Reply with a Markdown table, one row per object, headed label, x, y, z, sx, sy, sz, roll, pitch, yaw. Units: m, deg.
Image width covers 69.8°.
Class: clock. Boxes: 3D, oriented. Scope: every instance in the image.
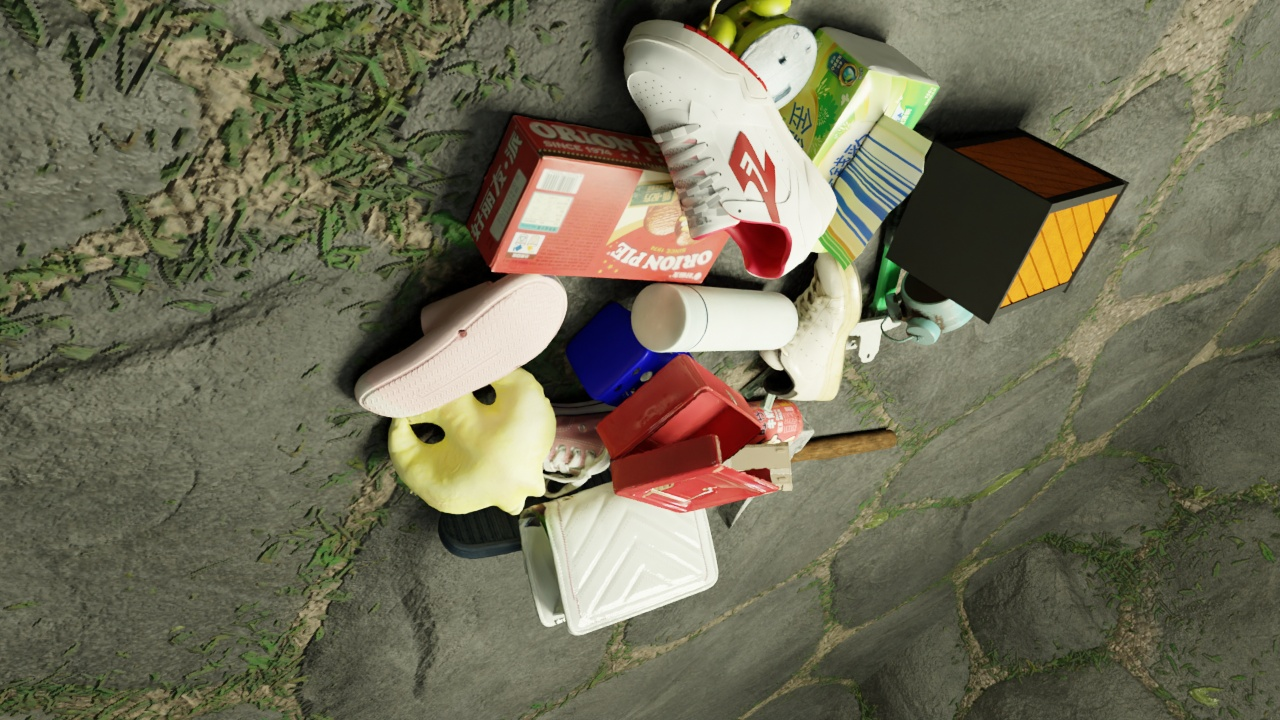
| label | x | y | z | sx | sy | sz | roll | pitch | yaw |
| --- | --- | --- | --- | --- | --- | --- | --- | --- | --- |
| clock | 0.091 | -0.252 | 0.732 | 0.083 | 0.057 | 0.119 | -35 | 147 | 3 |
| clock | 0.339 | -0.069 | 1.087 | 0.124 | 0.090 | 0.053 | -37 | 134 | -2 |

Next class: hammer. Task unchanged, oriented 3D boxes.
| label | x | y | z | sx | sy | sz | roll | pitch | yaw |
| --- | --- | --- | --- | --- | --- | --- | --- | --- | --- |
| hammer | 0.275 | 0.161 | 1.422 | 0.299 | 0.037 | 0.218 | -3 | 136 | -38 |
| hammer | 0.300 | -0.139 | 1.073 | 0.130 | 0.032 | 0.319 | -24 | 145 | -12 |

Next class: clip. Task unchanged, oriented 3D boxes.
| label | x | y | z | sx | sy | sz | roll | pitch | yaw |
| --- | --- | --- | --- | --- | --- | --- | --- | --- | --- |
| clip | 0.277 | -0.031 | 1.146 | 0.101 | 0.043 | 0.054 | -8 | 126 | -30 |
| clip | 0.166 | 0.025 | 1.169 | 0.076 | 0.061 | 0.023 | -54 | 145 | 4 |

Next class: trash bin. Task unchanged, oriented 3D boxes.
| label | x | y | z | sx | sy | sz | roll | pitch | yaw |
| --- | --- | --- | --- | --- | --- | --- | --- | --- | --- |
| trash bin | 0.396 | -0.152 | 0.998 | 0.171 | 0.140 | 0.140 | -17 | 136 | -38 |

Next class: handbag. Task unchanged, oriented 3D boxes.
| label | x | y | z | sx | sy | sz | roll | pitch | yaw |
| --- | --- | --- | --- | --- | --- | --- | --- | --- | --- |
| handbag | 0.104 | 0.161 | 1.227 | 0.176 | 0.062 | 0.198 | -2 | 162 | 4 |
| handbag | -0.026 | 0.203 | 1.010 | 0.198 | 0.142 | 0.096 | -11 | 177 | -29 |

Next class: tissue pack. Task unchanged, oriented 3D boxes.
| label | x | y | z | sx | sy | sz | roll | pitch | yaw |
| --- | --- | --- | --- | --- | --- | --- | --- | --- | --- |
| tissue pack | 0.185 | -0.175 | 0.830 | 0.120 | 0.141 | 0.198 | -8 | 138 | -34 |

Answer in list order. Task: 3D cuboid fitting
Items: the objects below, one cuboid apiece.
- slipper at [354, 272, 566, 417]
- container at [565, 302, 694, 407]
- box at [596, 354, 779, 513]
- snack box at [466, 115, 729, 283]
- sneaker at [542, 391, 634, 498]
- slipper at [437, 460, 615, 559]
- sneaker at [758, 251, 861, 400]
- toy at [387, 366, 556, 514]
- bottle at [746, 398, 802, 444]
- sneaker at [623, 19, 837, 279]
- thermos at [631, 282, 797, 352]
| label | x | y | z | sx | sy | sz | roll | pitch | yaw |
| --- | --- | --- | --- | --- | --- | --- | --- | --- | --- |
| slipper | -0.161 | -0.014 | 0.823 | 0.222 | 0.055 | 0.106 | -31 | 149 | 16 |
| container | -0.006 | 0.006 | 0.950 | 0.084 | 0.085 | 0.113 | -44 | 144 | 14 |
| box | 0.045 | 0.081 | 0.936 | 0.137 | 0.127 | 0.157 | -22 | 155 | 21 |
| snack box | -0.019 | -0.131 | 0.788 | 0.235 | 0.060 | 0.113 | -1 | 135 | -39 |
| sneaker | -0.077 | 0.095 | 0.996 | 0.240 | 0.087 | 0.119 | -8 | 139 | -29 |
| slipper | -0.110 | 0.192 | 1.085 | 0.263 | 0.101 | 0.083 | -9 | 140 | -28 |
| sneaker | 0.189 | -0.040 | 1.070 | 0.102 | 0.088 | 0.242 | -6 | 137 | -5 |
| toy | -0.158 | 0.083 | 0.898 | 0.170 | 0.155 | 0.064 | -39 | -169 | 5 |
| bottle | 0.143 | 0.084 | 1.192 | 0.137 | 0.062 | 0.062 | -5 | 137 | -35 |
| sneaker | 0.060 | -0.151 | 0.727 | 0.236 | 0.090 | 0.104 | 44 | 67 | -35 |
| thermos | 0.082 | -0.042 | 0.943 | 0.229 | 0.068 | 0.068 | -3 | 137 | -55 |
